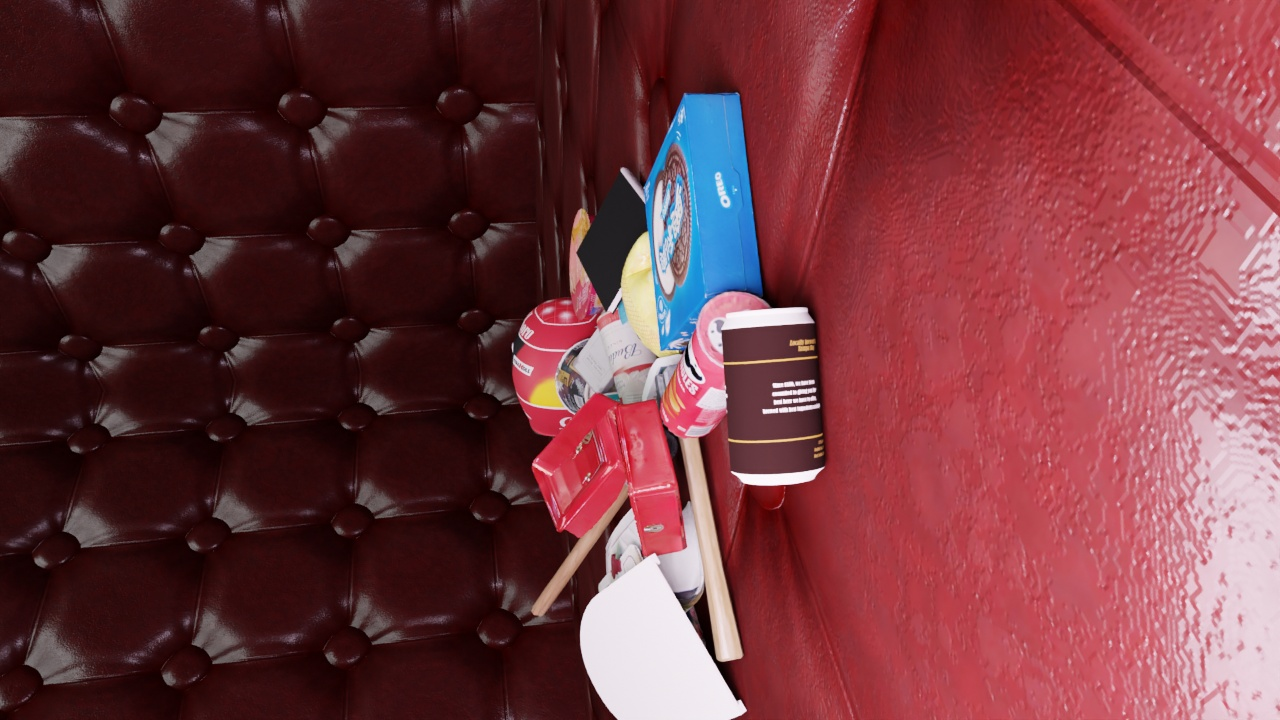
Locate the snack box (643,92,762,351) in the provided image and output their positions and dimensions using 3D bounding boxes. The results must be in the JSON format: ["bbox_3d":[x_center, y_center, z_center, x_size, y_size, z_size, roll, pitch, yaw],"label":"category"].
[{"bbox_3d":[0.056,-0.126,0.925,0.239,0.056,0.195,130,136,-75],"label":"snack box"}]

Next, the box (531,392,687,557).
[{"bbox_3d":[-0.006,0.134,1.033,0.146,0.156,0.157,-54,-29,-28],"label":"box"}]

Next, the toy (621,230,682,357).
[{"bbox_3d":[0.022,-0.074,1.134,0.155,0.064,0.170,116,143,-49],"label":"toy"}]

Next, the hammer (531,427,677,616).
[{"bbox_3d":[-0.058,0.225,1.240,0.329,0.052,0.097,-56,-10,20],"label":"hammer"}]

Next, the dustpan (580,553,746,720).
[{"bbox_3d":[0.019,0.353,1.108,0.191,0.053,0.259,58,140,14],"label":"dustpan"}]

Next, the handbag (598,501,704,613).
[{"bbox_3d":[0.011,0.279,1.191,0.199,0.096,0.141,117,150,-55],"label":"handbag"}]

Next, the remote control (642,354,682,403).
[{"bbox_3d":[0.034,0.024,1.134,0.144,0.049,0.024,107,156,-63],"label":"remote control"}]

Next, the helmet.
[{"bbox_3d":[-0.124,0.000,1.604,0.270,0.197,0.225,-96,5,-68],"label":"helmet"}]

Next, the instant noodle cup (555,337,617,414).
[{"bbox_3d":[-0.053,0.040,1.433,0.112,0.137,0.137,-148,54,-66],"label":"instant noodle cup"}]

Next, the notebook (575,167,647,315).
[{"bbox_3d":[-0.031,-0.172,1.281,0.149,0.016,0.206,-59,28,19],"label":"notebook"}]

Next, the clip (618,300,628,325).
[{"bbox_3d":[-0.014,-0.093,1.236,0.031,0.120,0.130,-33,69,43],"label":"clip"}]

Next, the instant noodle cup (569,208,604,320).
[{"bbox_3d":[-0.060,-0.153,1.478,0.179,0.077,0.178,179,91,-74],"label":"instant noodle cup"}]

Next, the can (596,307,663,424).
[{"bbox_3d":[-0.007,0.007,1.251,0.067,0.067,0.170,112,143,-69],"label":"can"}]

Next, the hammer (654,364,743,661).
[{"bbox_3d":[0.068,0.165,1.017,0.117,0.051,0.322,101,160,-73],"label":"hammer"}]

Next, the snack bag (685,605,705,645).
[{"bbox_3d":[0.043,0.394,1.199,0.074,0.018,0.155,-109,39,-59],"label":"snack bag"}]

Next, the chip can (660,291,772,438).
[{"bbox_3d":[0.068,0.013,0.875,0.233,0.073,0.073,111,153,-69],"label":"chip can"}]

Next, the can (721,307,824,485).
[{"bbox_3d":[0.100,0.026,0.697,0.072,0.072,0.128,180,86,-80],"label":"can"}]

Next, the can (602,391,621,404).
[{"bbox_3d":[-0.017,0.121,1.320,0.099,0.099,0.144,137,128,-77],"label":"can"}]

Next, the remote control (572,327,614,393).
[{"bbox_3d":[-0.035,-0.026,1.331,0.151,0.019,0.074,-53,57,19],"label":"remote control"}]
